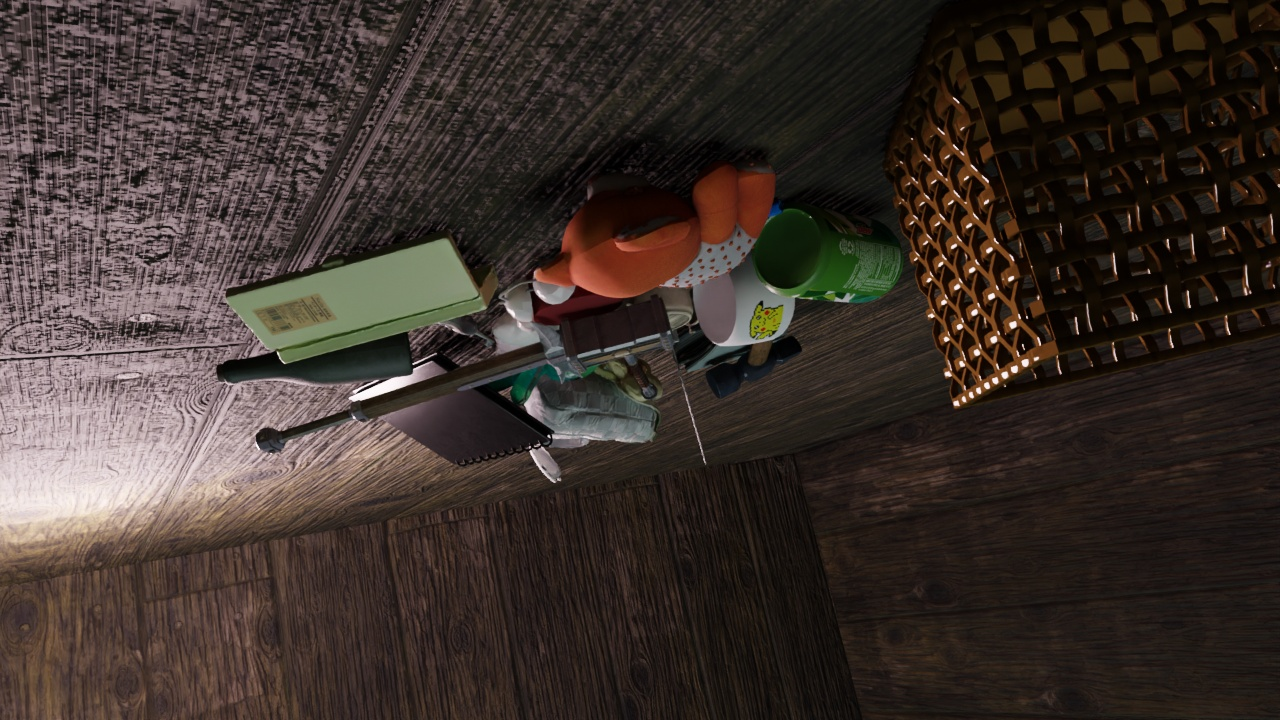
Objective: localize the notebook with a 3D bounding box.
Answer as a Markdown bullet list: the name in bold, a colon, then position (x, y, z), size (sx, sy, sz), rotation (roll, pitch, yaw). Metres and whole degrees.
- **notebook**: position (-0.220, 0.064, 1.059), size (0.169, 0.019, 0.232), rotation (38, 148, -25)

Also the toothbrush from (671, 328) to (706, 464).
- **toothbrush**: position (0.058, 0.035, 1.102), size (0.010, 0.181, 0.010), rotation (-15, 174, -3)

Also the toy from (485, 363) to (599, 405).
- **toy**: position (-0.105, -0.007, 1.024), size (0.194, 0.072, 0.130), rotation (-16, -154, 30)

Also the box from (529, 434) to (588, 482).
- **box**: position (-0.113, 0.093, 1.260), size (0.092, 0.159, 0.081), rotation (-3, 164, 6)

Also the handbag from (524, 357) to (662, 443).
- **handbag**: position (-0.061, 0.039, 1.174), size (0.171, 0.112, 0.124), rotation (6, 128, -29)

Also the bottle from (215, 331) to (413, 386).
- **bottle**: position (-0.305, 0.000, 0.863), size (0.174, 0.055, 0.055), rotation (-9, 168, -13)

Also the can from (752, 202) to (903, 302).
- **can**: position (0.176, -0.097, 0.848), size (0.083, 0.083, 0.143), rotation (-23, 165, 41)

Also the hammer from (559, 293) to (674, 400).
- **hammer**: position (-0.006, 0.006, 0.981), size (0.098, 0.044, 0.322), rotation (-15, 166, 3)

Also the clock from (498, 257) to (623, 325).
- **clock**: position (-0.069, -0.065, 0.835), size (0.124, 0.044, 0.087), rotation (-2, 164, -42)

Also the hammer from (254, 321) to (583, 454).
- **hammer**: position (-0.221, 0.032, 0.884), size (0.317, 0.028, 0.147), rotation (-18, 161, 1)

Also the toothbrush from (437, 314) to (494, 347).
- **toothbrush**: position (-0.179, -0.037, 0.904), size (0.024, 0.022, 0.185), rotation (-50, 165, 1)

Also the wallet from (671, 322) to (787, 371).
- **wallet**: position (0.117, -0.027, 1.205), size (0.131, 0.054, 0.101), rotation (-11, 170, -34)

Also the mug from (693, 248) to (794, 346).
- **mug**: position (0.103, -0.071, 0.895), size (0.068, 0.094, 0.116), rotation (-9, 131, -23)

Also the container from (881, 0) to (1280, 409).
- **container**: position (0.326, -0.113, 0.610), size (0.252, 0.214, 0.219), rotation (-14, 168, 4)

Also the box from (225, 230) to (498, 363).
- **box**: position (-0.218, -0.045, 0.746), size (0.188, 0.061, 0.133), rotation (-14, 166, 6)

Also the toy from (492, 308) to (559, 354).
- **toy**: position (-0.114, -0.035, 0.944), size (0.075, 0.037, 0.126), rotation (-10, 171, -32)

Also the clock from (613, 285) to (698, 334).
- **clock**: position (0.026, -0.055, 0.958), size (0.140, 0.054, 0.093), rotation (-3, 165, -31)

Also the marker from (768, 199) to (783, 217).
- **marker**: position (0.061, -0.114, 0.822), size (0.142, 0.013, 0.013), rotation (-19, 167, 25)

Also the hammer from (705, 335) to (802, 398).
- **hammer**: position (0.149, -0.048, 1.062), size (0.129, 0.040, 0.322), rotation (-26, 160, -9)

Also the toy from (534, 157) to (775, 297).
- **toy**: position (0.008, -0.097, 0.687), size (0.164, 0.093, 0.172), rotation (-19, 180, 39)
